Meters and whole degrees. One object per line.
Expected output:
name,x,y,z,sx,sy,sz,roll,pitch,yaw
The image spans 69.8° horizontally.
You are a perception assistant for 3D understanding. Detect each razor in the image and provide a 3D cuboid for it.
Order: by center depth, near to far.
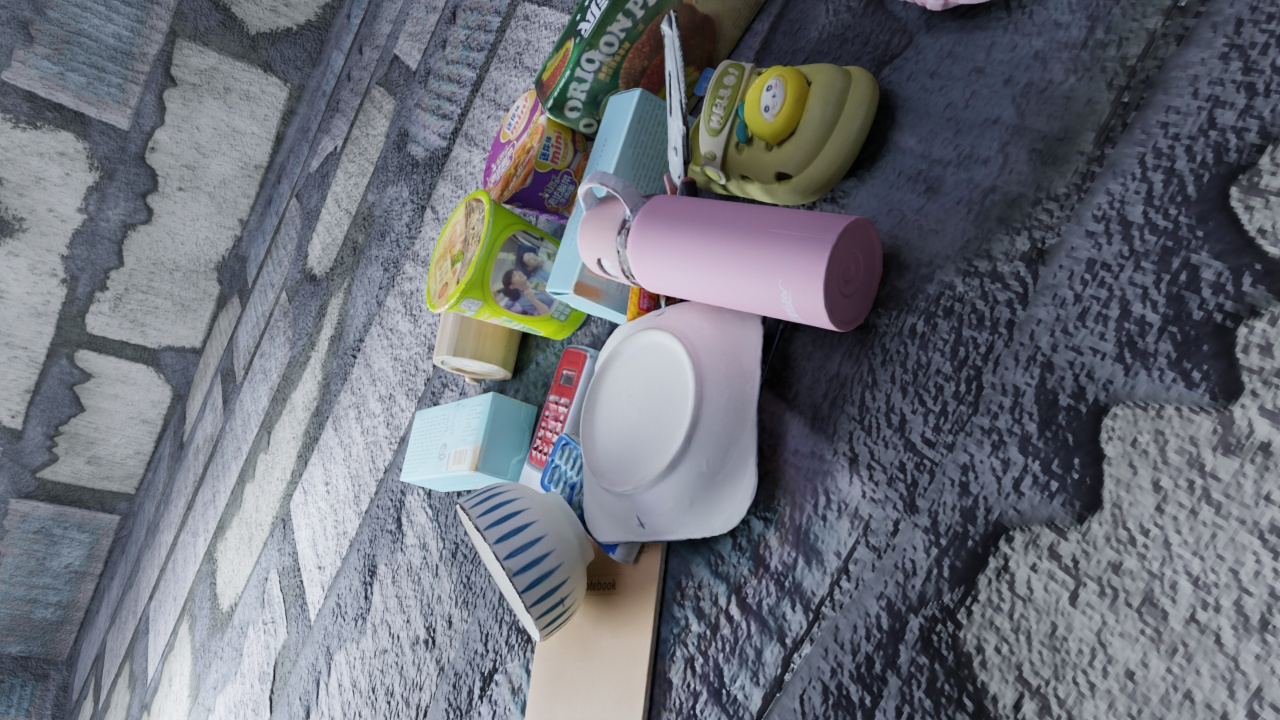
razor,0.066,0.025,0.584,0.043,0.022,0.143,26,95,49

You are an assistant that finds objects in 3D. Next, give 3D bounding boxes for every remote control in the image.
remote control,-0.033,0.097,0.672,0.125,0.024,0.049,33,102,53
remote control,-0.067,0.053,0.770,0.056,0.020,0.136,14,84,57

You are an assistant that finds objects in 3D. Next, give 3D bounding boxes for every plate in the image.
plate,0.008,0.036,0.602,0.165,0.034,0.163,-16,62,44

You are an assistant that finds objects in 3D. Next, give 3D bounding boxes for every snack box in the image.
snack box,-0.009,-0.120,0.729,0.052,0.074,0.174,13,83,57
snack box,0.023,-0.285,0.737,0.241,0.114,0.063,-54,36,24
snack box,-0.166,0.081,0.873,0.175,0.051,0.074,-14,60,52

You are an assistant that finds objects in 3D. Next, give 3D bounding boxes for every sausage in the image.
sausage,-0.004,0.004,0.680,0.021,0.021,0.165,5,88,57

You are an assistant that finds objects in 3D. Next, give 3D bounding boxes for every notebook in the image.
notebook,-0.034,0.193,0.653,0.148,0.008,0.207,-19,58,51

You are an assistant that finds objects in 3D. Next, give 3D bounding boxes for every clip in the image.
clip,0.065,-0.213,0.726,0.026,0.038,0.058,-58,32,13

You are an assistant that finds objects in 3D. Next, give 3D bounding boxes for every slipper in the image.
slipper,0.074,-0.158,0.624,0.191,0.081,0.091,15,88,60

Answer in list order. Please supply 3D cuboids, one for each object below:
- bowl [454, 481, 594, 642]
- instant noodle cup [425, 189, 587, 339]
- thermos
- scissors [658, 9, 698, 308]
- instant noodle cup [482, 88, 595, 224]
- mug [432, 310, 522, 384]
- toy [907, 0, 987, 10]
bowl,-0.076,0.134,0.657,0.066,0.116,0.116,-30,27,-19
instant noodle cup,-0.108,-0.073,0.806,0.112,0.123,0.111,-34,45,42
thermos,0.043,-0.074,0.566,0.199,0.087,0.067,17,59,39
scissors,0.022,-0.133,0.659,0.186,0.015,0.208,120,137,-61
instant noodle cup,-0.076,-0.175,0.837,0.112,0.099,0.111,-32,47,42
mug,-0.157,-0.036,0.912,0.125,0.084,0.103,133,148,-72
toy,0.199,-0.276,0.524,0.121,0.054,0.159,20,90,51
